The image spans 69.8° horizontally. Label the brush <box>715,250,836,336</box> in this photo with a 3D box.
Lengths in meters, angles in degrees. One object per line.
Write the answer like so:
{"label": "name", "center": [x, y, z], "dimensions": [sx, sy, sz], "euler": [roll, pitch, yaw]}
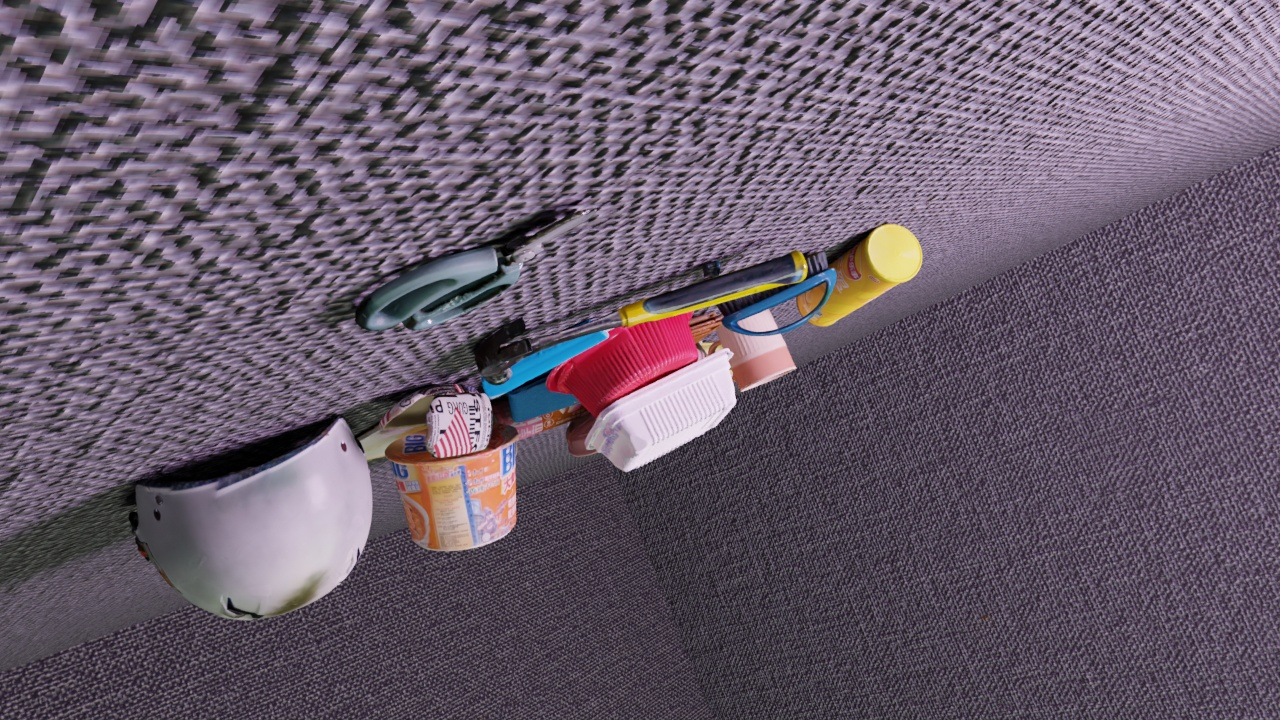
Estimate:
{"label": "brush", "center": [0.161, -0.069, 1.062], "dimensions": [0.144, 0.073, 0.055], "euler": [-25, 177, 17]}

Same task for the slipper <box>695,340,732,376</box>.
{"label": "slipper", "center": [0.083, 0.005, 1.400], "dimensions": [0.190, 0.091, 0.082], "euler": [-20, 148, -31]}

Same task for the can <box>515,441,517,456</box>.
{"label": "can", "center": [-0.230, 0.117, 1.234], "dimensions": [0.111, 0.075, 0.075], "euler": [-18, 172, -33]}

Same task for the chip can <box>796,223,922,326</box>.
{"label": "chip can", "center": [0.270, -0.103, 1.160], "dimensions": [0.072, 0.072, 0.214], "euler": [-20, 174, -17]}

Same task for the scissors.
{"label": "scissors", "center": [-0.093, -0.057, 0.602], "dimensions": [0.185, 0.019, 0.130], "euler": [-21, 173, 4]}

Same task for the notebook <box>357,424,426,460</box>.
{"label": "notebook", "center": [-0.296, 0.090, 1.096], "dimensions": [0.207, 0.010, 0.145], "euler": [-27, 172, 32]}

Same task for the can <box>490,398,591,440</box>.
{"label": "can", "center": [-0.133, 0.065, 1.217], "dimensions": [0.147, 0.058, 0.058], "euler": [-19, 172, -26]}

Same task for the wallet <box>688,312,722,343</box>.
{"label": "wallet", "center": [0.033, -0.024, 1.185], "dimensions": [0.131, 0.031, 0.108], "euler": [-21, 174, -21]}

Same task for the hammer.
{"label": "hammer", "center": [0.003, -0.044, 0.857], "dimensions": [0.323, 0.032, 0.126], "euler": [-17, 172, -7]}

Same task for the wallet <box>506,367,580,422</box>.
{"label": "wallet", "center": [-0.111, 0.033, 1.117], "dimensions": [0.106, 0.040, 0.133], "euler": [-21, 165, -11]}

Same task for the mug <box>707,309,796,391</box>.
{"label": "mug", "center": [0.144, -0.015, 1.274], "dimensions": [0.115, 0.106, 0.081], "euler": [-27, 171, 35]}

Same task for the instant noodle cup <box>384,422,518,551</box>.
{"label": "instant noodle cup", "center": [-0.209, 0.144, 1.054], "dimensions": [0.151, 0.111, 0.151], "euler": [-5, -167, 1]}

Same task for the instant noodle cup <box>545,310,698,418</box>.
{"label": "instant noodle cup", "center": [-0.006, 0.006, 1.018], "dimensions": [0.193, 0.066, 0.194], "euler": [-30, 166, -8]}

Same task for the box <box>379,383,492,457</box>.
{"label": "box", "center": [-0.208, 0.056, 0.938], "dimensions": [0.087, 0.076, 0.162], "euler": [5, -178, 13]}

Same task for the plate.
{"label": "plate", "center": [-0.013, 0.048, 1.261], "dimensions": [0.230, 0.028, 0.229], "euler": [-34, -167, 9]}

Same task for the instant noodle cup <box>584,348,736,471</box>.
{"label": "instant noodle cup", "center": [0.030, 0.065, 1.037], "dimensions": [0.173, 0.060, 0.138], "euler": [-24, 164, -22]}

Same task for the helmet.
{"label": "helmet", "center": [-0.365, 0.172, 0.908], "dimensions": [0.229, 0.157, 0.275], "euler": [-18, 172, -29]}

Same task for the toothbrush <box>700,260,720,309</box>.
{"label": "toothbrush", "center": [0.068, -0.076, 0.964], "dimensions": [0.018, 0.016, 0.192], "euler": [-12, 172, -3]}

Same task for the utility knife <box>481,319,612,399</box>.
{"label": "utility knife", "center": [-0.094, -0.006, 0.933], "dimensions": [0.160, 0.034, 0.018], "euler": [-26, -151, 13]}
